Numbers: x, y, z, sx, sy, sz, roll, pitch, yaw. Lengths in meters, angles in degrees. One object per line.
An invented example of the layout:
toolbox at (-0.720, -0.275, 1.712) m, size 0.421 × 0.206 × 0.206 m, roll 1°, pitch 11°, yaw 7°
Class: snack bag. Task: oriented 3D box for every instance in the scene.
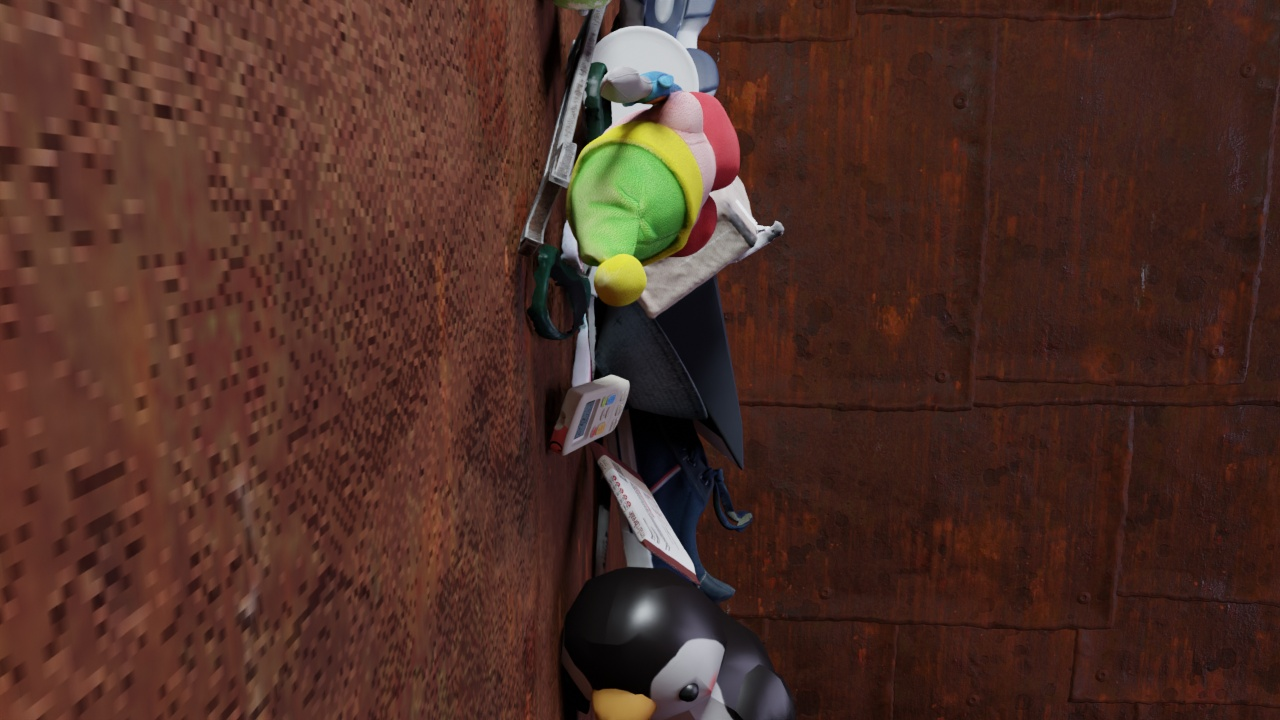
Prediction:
snack bag at (-0.001, 0.107, 0.676) m, size 0.057 × 0.013 × 0.158 m, roll 39°, pitch 6°, yaw -29°

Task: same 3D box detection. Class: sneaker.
sneaker at (0.032, 0.091, 0.859) m, size 0.121 × 0.127 × 0.294 m, roll 81°, pitch -3°, yaw -73°
sneaker at (0.001, -0.234, 0.799) m, size 0.133 × 0.103 × 0.268 m, roll 121°, pitch -20°, yaw -62°

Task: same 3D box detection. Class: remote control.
remote control at (-0.030, 0.032, 0.575) m, size 0.125 × 0.018 × 0.038 m, roll -13°, pitch 123°, yaw -78°

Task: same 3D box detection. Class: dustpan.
dustpan at (0.034, -0.053, 0.867) m, size 0.273 × 0.080 × 0.236 m, roll 59°, pitch -4°, yaw -9°

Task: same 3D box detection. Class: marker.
marker at (-0.035, 0.168, 0.825) m, size 0.011 × 0.011 × 0.151 m, roll 87°, pitch 4°, yaw -49°

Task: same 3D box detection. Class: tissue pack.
tissue pack at (0.043, -0.092, 0.666) m, size 0.071 × 0.104 × 0.181 m, roll 52°, pitch 14°, yaw -13°

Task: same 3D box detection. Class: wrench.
wrench at (-0.037, -0.146, 0.501) m, size 0.272 × 0.010 × 0.070 m, roll -85°, pitch -158°, yaw -49°

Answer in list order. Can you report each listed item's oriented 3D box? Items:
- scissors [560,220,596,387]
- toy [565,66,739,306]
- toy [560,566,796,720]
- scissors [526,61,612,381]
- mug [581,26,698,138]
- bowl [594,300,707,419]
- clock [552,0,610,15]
scissors at (-0.040, -0.033, 0.639) m, size 0.177 × 0.013 × 0.170 m, roll 83°, pitch 9°, yaw -63°
toy at (0.005, -0.084, 0.461) m, size 0.131 × 0.097 × 0.124 m, roll -22°, pitch 149°, yaw -46°
toy at (0.016, 0.195, 0.618) m, size 0.184 × 0.159 × 0.139 m, roll 61°, pitch 34°, yaw -46°
scissors at (-0.033, -0.086, 0.544) m, size 0.201 × 0.015 × 0.205 m, roll -2°, pitch 94°, yaw -82°
mug at (0.012, -0.175, 0.651) m, size 0.078 × 0.112 × 0.097 m, roll -64°, pitch -177°, yaw 0°
bowl at (-0.005, 0.004, 0.762) m, size 0.137 × 0.057 × 0.137 m, roll 58°, pitch -4°, yaw 5°
clock at (-0.033, -0.243, 0.483) m, size 0.119 × 0.042 × 0.094 m, roll 85°, pitch 7°, yaw -61°
